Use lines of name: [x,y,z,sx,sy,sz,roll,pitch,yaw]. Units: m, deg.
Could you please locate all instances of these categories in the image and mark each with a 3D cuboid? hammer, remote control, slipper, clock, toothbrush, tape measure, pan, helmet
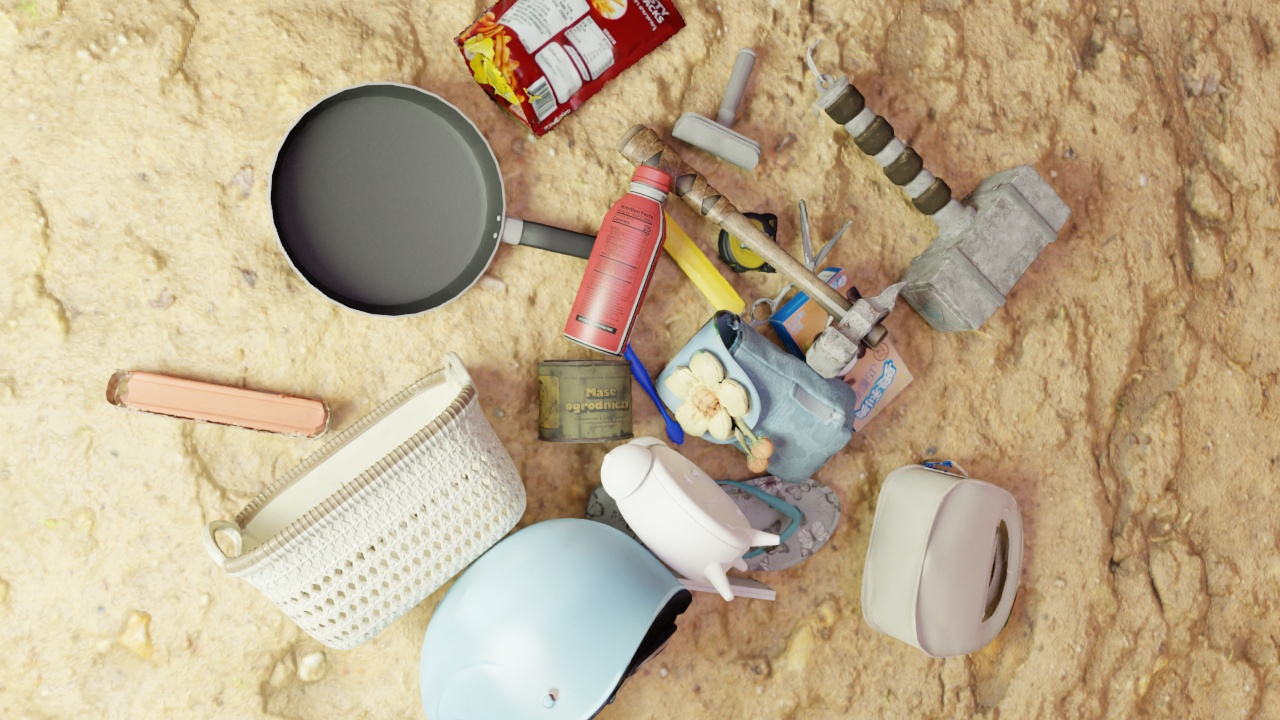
hammer: [0.107,-0.121,0.882,0.319,0.049,0.121,41,66,8]
remote control: [0.063,0.220,0.907,0.135,0.050,0.011,11,87,-14]
slipper: [0.080,0.165,0.912,0.268,0.055,0.098,1,92,-12]
hammer: [0.276,-0.193,0.946,0.326,0.079,0.176,43,80,-10]
clock: [0.043,0.130,0.824,0.161,0.125,0.073,43,100,9]
toothbrush: [-0.005,0.005,0.911,0.016,0.018,0.182,-31,94,-13]
tape measure: [0.110,-0.119,0.926,0.061,0.034,0.062,-2,94,-17]
pan: [-0.157,-0.129,0.852,0.355,0.044,0.204,10,95,-26]
helmet: [-0.090,0.240,0.790,0.167,0.224,0.266,46,119,12]

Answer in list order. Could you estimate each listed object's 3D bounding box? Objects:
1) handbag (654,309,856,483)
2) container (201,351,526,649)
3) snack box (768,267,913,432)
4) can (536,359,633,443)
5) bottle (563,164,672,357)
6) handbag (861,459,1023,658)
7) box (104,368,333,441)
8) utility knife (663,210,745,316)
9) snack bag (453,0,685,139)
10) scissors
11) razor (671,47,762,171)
handbag: [0.111,0.046,0.880,0.192,0.118,0.122,34,127,-14]
container: [-0.218,0.120,0.778,0.246,0.185,0.143,-37,108,-12]
snack box: [0.207,-0.011,0.938,0.087,0.034,0.151,-41,110,-10]
can: [-0.051,0.036,0.859,0.089,0.090,0.074,-1,91,-14]
bottle: [-0.016,-0.095,0.862,0.062,0.062,0.176,19,94,-13]
handbag: [0.324,0.207,0.964,0.199,0.093,0.200,16,86,-34]
box: [-0.367,0.040,0.804,0.186,0.056,0.059,9,120,-12]
utility knife: [0.050,-0.097,0.913,0.030,0.017,0.151,-41,85,2]
snack bag: [-0.062,-0.320,0.873,0.207,0.067,0.139,-45,105,-12]
scissors: [0.161,-0.081,0.934,0.174,0.014,0.141,-36,114,-14]
razor: [0.091,-0.261,0.923,0.088,0.047,0.116,22,77,-13]
